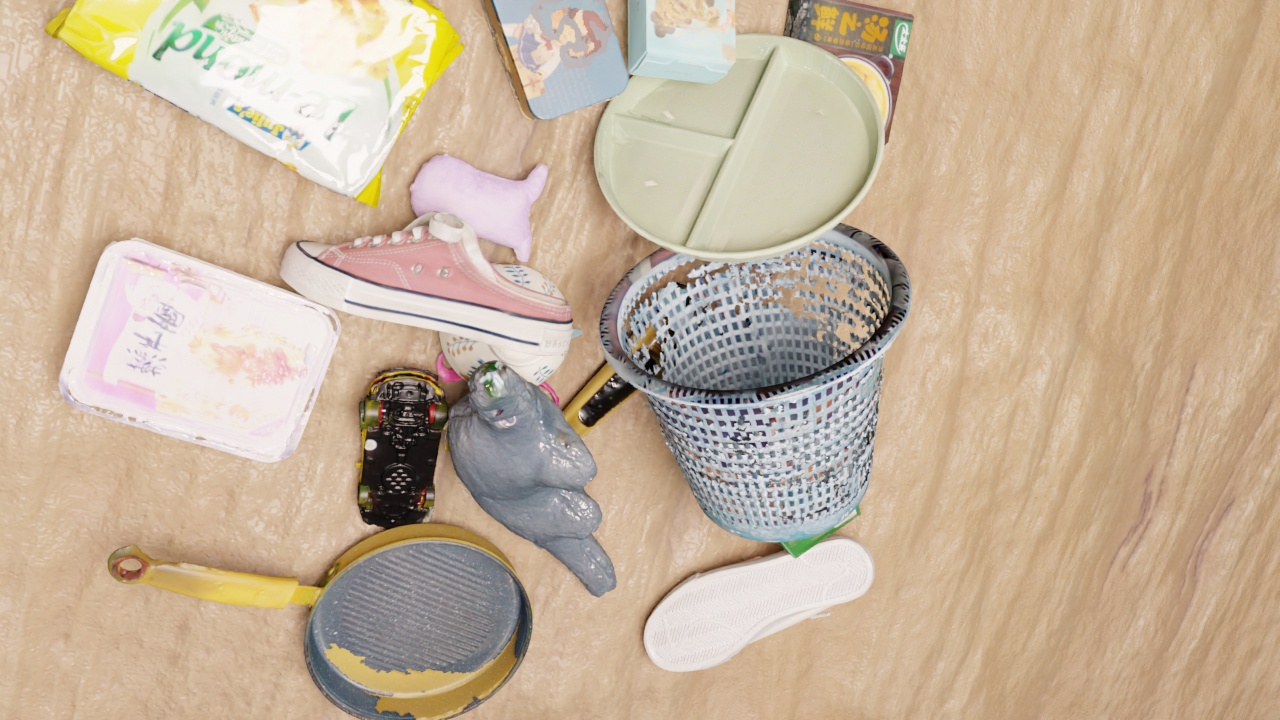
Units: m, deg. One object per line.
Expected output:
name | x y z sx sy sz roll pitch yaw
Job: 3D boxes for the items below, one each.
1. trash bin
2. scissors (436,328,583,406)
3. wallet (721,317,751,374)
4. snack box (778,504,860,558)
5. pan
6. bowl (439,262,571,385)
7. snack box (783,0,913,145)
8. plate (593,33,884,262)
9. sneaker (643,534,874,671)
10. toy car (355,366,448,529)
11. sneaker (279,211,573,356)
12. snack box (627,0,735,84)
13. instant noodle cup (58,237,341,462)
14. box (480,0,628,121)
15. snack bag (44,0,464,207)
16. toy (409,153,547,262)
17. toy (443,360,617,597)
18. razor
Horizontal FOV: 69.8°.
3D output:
trash bin | 0.098 0.027 0.723 0.226 0.226 0.195 -23 128 -10
scissors | -0.111 0.000 0.811 0.133 0.017 0.133 -20 106 -15
wallet | 0.078 0.026 0.854 0.133 0.040 0.106 -38 137 -5
snack box | 0.144 0.115 0.871 0.118 0.117 0.105 -34 117 -3
pan | -0.256 0.210 0.775 0.357 0.078 0.198 28 100 -25
bowl | -0.107 -0.025 0.769 0.113 0.062 0.113 -3 97 -21
snack box | 0.185 -0.255 0.817 0.125 0.053 0.113 5 103 -13
plate | 0.077 -0.171 0.735 0.230 0.230 0.027 -31 153 -7
sneaker | 0.117 0.236 0.921 0.242 0.090 0.089 -25 81 9
toy car | -0.207 0.079 0.785 0.071 0.041 0.156 3 119 -19
sneaker | -0.159 -0.071 0.697 0.241 0.118 0.088 14 99 15
snack box | 0.032 -0.311 0.723 0.074 0.052 0.175 1 86 -17
instant noodle cup | -0.336 -0.009 0.713 0.173 0.060 0.138 21 98 -20
box | -0.078 -0.285 0.717 0.089 0.062 0.184 -25 112 -10
snack bag | -0.269 -0.237 0.666 0.246 0.068 0.158 29 94 -22
toy | -0.134 -0.132 0.752 0.108 0.039 0.084 13 106 -14
toy | -0.096 0.089 0.761 0.091 0.138 0.357 -43 149 -20
razor | -0.005 0.005 0.822 0.167 0.067 0.062 -44 113 5
